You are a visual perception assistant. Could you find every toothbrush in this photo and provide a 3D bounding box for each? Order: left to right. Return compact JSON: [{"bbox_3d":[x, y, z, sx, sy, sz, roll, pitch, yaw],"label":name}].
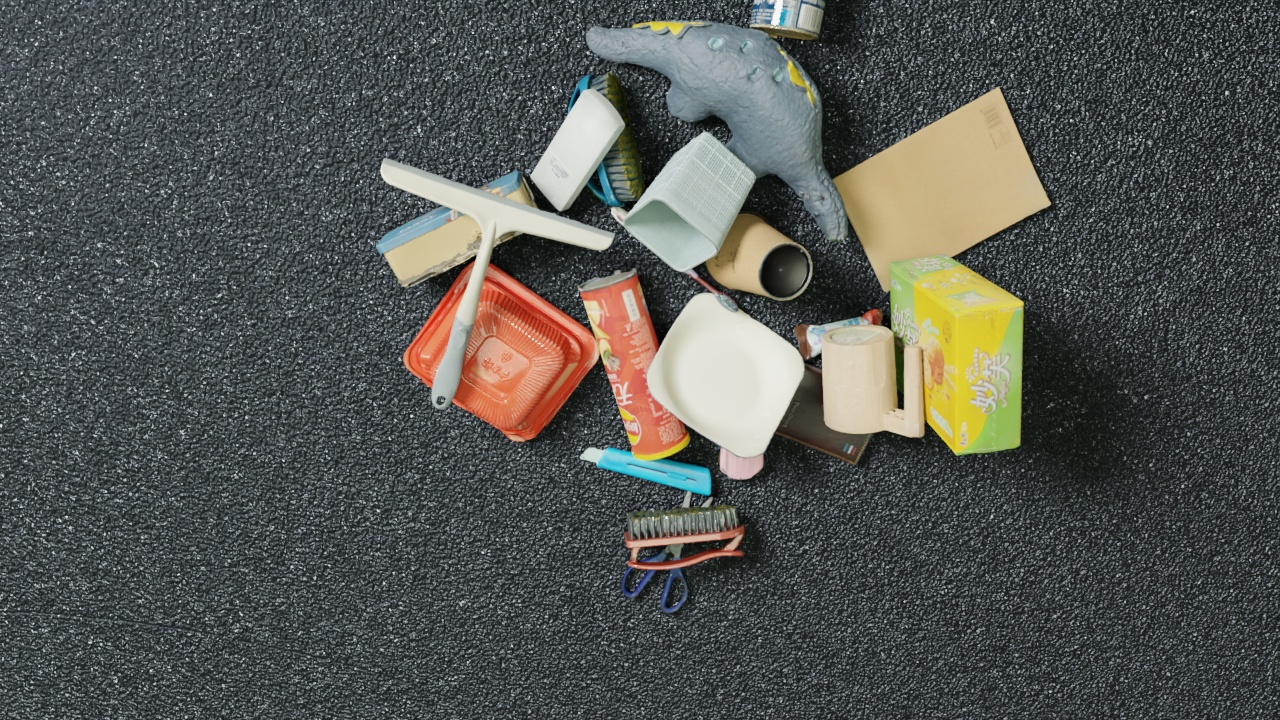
[{"bbox_3d":[0.040,-0.114,1.047,0.187,0.017,0.016,39,97,-7],"label":"toothbrush"}]

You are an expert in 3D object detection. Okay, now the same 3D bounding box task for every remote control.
[{"bbox_3d":[-0.068,-0.223,0.977,0.056,0.019,0.135,49,132,9],"label":"remote control"}]

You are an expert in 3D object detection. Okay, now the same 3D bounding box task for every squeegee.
[{"bbox_3d":[-0.182,-0.054,0.963,0.246,0.039,0.247,17,107,-10],"label":"squeegee"}]

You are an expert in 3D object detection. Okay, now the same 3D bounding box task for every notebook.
[{"bbox_3d":[0.344,-0.193,1.049,0.211,0.012,0.149,-29,104,5],"label":"notebook"}]

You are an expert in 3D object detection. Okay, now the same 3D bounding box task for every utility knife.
[{"bbox_3d":[0.008,0.131,1.120,0.166,0.018,0.034,13,104,-5],"label":"utility knife"}]

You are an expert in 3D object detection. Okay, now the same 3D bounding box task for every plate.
[{"bbox_3d":[0.095,0.018,1.054,0.163,0.034,0.164,34,64,-4],"label":"plate"}]

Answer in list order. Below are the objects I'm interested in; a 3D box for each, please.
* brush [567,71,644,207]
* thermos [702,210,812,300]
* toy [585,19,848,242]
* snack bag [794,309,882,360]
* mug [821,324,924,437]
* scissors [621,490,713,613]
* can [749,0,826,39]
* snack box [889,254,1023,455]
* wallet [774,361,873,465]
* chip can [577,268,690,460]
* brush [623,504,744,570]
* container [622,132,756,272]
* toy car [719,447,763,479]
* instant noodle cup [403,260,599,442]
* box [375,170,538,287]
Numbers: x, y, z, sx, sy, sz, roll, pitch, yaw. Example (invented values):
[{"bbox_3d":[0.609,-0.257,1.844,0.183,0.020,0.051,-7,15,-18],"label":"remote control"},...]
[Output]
[{"bbox_3d":[-0.042,-0.237,1.000,0.074,0.055,0.144,-8,107,24],"label":"brush"},{"bbox_3d":[0.127,-0.110,1.001,0.093,0.143,0.093,-5,108,-15],"label":"thermos"},{"bbox_3d":[0.112,-0.271,0.977,0.356,0.091,0.138,39,115,-8],"label":"toy"},{"bbox_3d":[0.235,-0.031,1.081,0.105,0.026,0.045,-12,109,3],"label":"snack bag"},{"bbox_3d":[0.260,0.023,1.025,0.084,0.125,0.103,-21,113,-34],"label":"mug"},{"bbox_3d":[0.047,0.246,1.157,0.169,0.012,0.147,-32,103,5],"label":"scissors"},{"bbox_3d":[0.159,-0.394,0.952,0.075,0.075,0.111,9,105,-5],"label":"can"},{"bbox_3d":[0.334,-0.013,0.989,0.070,0.209,0.158,-8,110,-1],"label":"snack box"},{"bbox_3d":[0.226,0.064,1.111,0.122,0.020,0.096,22,104,-6],"label":"wallet"},{"bbox_3d":[-0.006,0.006,1.056,0.073,0.073,0.217,-17,106,2],"label":"chip can"},{"bbox_3d":[0.054,0.215,1.112,0.146,0.063,0.069,-5,90,-4],"label":"brush"},{"bbox_3d":[0.056,-0.172,0.980,0.090,0.090,0.111,38,66,-15],"label":"container"},{"bbox_3d":[0.125,0.087,1.104,0.056,0.037,0.122,2,106,-2],"label":"toy car"},{"bbox_3d":[-0.158,0.000,1.045,0.189,0.079,0.165,34,103,-13],"label":"instant noodle cup"},{"bbox_3d":[-0.201,-0.141,0.999,0.184,0.089,0.059,-24,109,0],"label":"box"}]
